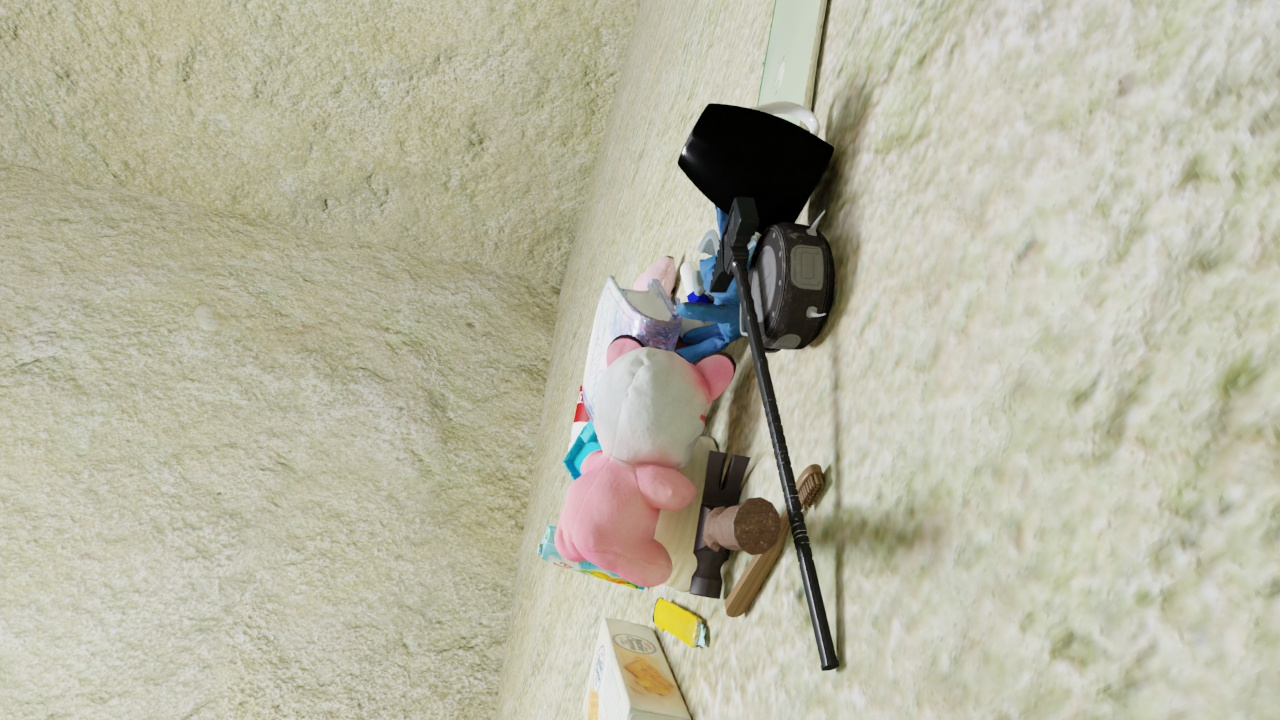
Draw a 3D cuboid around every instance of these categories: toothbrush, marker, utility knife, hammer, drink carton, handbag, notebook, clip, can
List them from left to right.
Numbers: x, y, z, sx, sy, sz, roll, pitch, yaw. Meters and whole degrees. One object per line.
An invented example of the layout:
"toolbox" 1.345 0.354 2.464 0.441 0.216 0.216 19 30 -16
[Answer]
"drink carton" -0.052 0.221 1.033 0.044 0.129 0.038 -161 91 -81
"can" -0.057 0.102 1.346 0.087 0.086 0.116 135 146 -74
"handbag" -0.005 0.006 0.931 0.126 0.069 0.159 -120 40 -58
"utility knife" 0.034 0.241 0.841 0.163 0.017 0.030 145 131 -78
"marker" 0.062 -0.082 1.046 0.023 0.027 0.133 -37 22 14
"clip" 0.080 -0.082 0.942 0.163 0.028 0.107 -153 74 -81
"hammer" 0.060 0.112 0.620 0.323 0.033 0.115 86 -166 -80
"hammer" 0.086 0.042 0.609 0.095 0.015 0.324 105 161 -54
"toothbrush" 0.091 0.131 0.638 0.016 0.016 0.167 -98 22 -47
"notebook" 0.143 -0.300 0.884 0.182 0.010 0.252 144 137 -76

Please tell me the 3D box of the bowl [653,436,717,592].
"bowl" 0.018 0.141 0.884 0.151 0.075 0.150 -169 91 -80

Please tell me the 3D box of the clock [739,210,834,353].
"clock" 0.108 -0.052 0.668 0.123 0.043 0.091 131 142 -73

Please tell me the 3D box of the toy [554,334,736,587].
"toy" -0.004 0.081 0.803 0.142 0.084 0.213 8 72 46

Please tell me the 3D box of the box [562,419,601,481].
"box" -0.012 0.132 1.093 0.185 0.056 0.228 64 143 28

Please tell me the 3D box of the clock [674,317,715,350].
"clock" 0.047 0.008 0.954 0.138 0.048 0.096 115 164 -59

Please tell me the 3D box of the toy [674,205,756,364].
"toy" 0.071 -0.057 0.806 0.112 0.071 0.177 -71 -7 -45

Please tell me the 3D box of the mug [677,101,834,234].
"mug" 0.091 -0.163 0.712 0.118 0.100 0.085 -61 -1 -28

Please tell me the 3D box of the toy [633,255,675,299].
"toy" 0.015 -0.088 1.245 0.099 0.052 0.095 139 149 -67

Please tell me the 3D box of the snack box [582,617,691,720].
"snack box" -0.009 0.331 0.862 0.208 0.057 0.104 -148 71 -80
